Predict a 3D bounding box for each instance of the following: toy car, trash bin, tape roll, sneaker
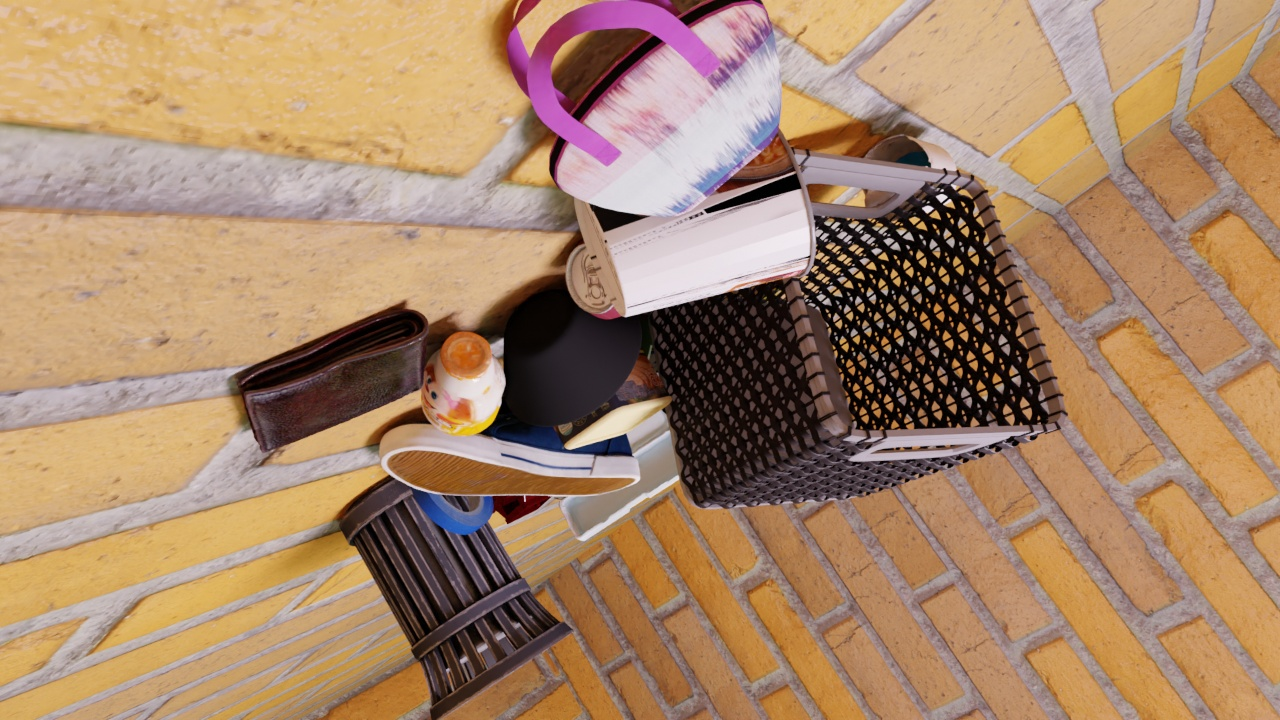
[{"bbox_3d":[-0.156,0.167,1.226,0.070,0.062,0.170,-21,162,-47],"label":"toy car"},{"bbox_3d":[-0.199,0.230,0.958,0.164,0.227,0.164,-32,168,-8],"label":"trash bin"},{"bbox_3d":[-0.187,0.128,0.910,0.016,0.093,0.091,-39,151,22],"label":"tape roll"},{"bbox_3d":[-0.119,0.060,0.888,0.121,0.127,0.294,-27,156,37],"label":"sneaker"}]

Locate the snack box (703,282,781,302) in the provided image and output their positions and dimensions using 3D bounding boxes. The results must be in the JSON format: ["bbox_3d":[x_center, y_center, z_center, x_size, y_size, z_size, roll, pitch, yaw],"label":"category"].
[{"bbox_3d":[0.118,-0.072,1.048,0.088,0.040,0.126,-27,166,-29],"label":"snack box"}]

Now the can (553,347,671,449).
[{"bbox_3d":[-0.041,0.015,0.821,0.073,0.101,0.130,-36,168,23],"label":"can"}]

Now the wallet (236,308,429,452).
[{"bbox_3d":[-0.197,0.014,0.601,0.119,0.031,0.100,-25,163,-24],"label":"wallet"}]

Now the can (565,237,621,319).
[{"bbox_3d":[0.001,-0.071,0.693,0.113,0.063,0.063,-20,162,-48],"label":"can"}]

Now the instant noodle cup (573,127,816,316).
[{"bbox_3d":[0.029,-0.090,0.595,0.121,0.123,0.124,-22,166,-8],"label":"instant noodle cup"}]

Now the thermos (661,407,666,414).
[{"bbox_3d":[0.088,0.028,1.126,0.082,0.082,0.241,-30,-177,-16],"label":"thermos"}]

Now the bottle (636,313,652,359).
[{"bbox_3d":[-0.006,0.005,0.928,0.025,0.025,0.106,4,100,-71],"label":"bottle"}]

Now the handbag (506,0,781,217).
[{"bbox_3d":[-0.004,-0.136,0.456,0.145,0.068,0.169,-38,161,19],"label":"handbag"}]

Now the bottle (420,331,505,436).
[{"bbox_3d":[-0.132,0.015,0.686,0.063,0.063,0.109,-29,167,-21],"label":"bottle"}]

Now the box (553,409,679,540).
[{"bbox_3d":[-0.034,0.146,1.277,0.197,0.136,0.043,-34,162,1],"label":"box"}]

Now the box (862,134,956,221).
[{"bbox_3d":[0.260,-0.176,0.898,0.081,0.092,0.160,-21,174,32],"label":"box"}]

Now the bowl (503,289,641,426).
[{"bbox_3d":[-0.066,-0.016,0.701,0.124,0.124,0.052,-35,135,4],"label":"bowl"}]

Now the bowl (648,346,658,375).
[{"bbox_3d":[0.025,-0.014,0.989,0.115,0.059,0.115,-32,168,-8],"label":"bowl"}]

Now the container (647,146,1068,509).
[{"bbox_3d":[0.170,-0.008,0.828,0.247,0.245,0.244,0,156,-27],"label":"container"}]
